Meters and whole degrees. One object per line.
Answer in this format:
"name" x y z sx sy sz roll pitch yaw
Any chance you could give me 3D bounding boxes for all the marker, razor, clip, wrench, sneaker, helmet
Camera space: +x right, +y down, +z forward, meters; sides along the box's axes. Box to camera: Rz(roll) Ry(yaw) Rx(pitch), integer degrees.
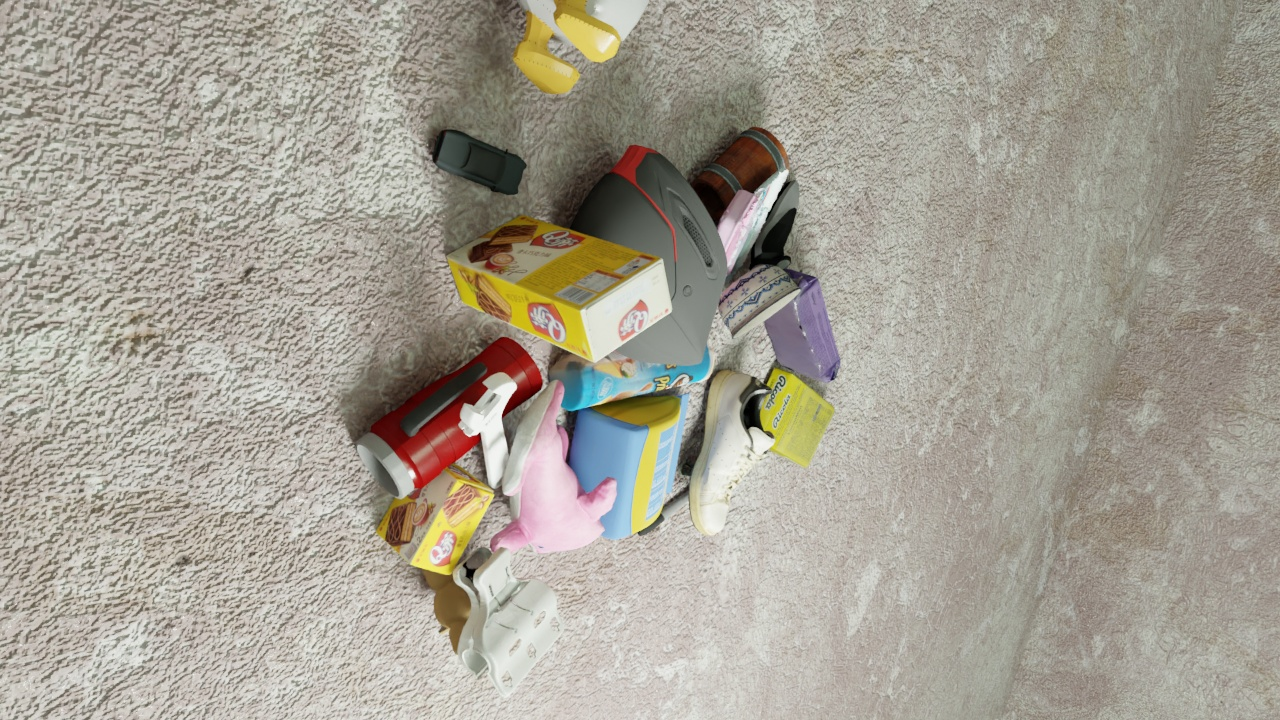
"marker" 0.046 0.222 1.366 0.138 0.016 0.022 -32 159 -32
"razor" 0.193 -0.187 1.303 0.057 0.060 0.156 47 53 -58
"clip" 0.087 0.170 1.374 0.074 0.035 0.023 26 87 -53
"wrench" -0.159 0.087 0.993 0.066 0.018 0.274 -45 165 -22
"sneaker" 0.141 0.136 1.322 0.088 0.102 0.241 20 78 -56
"clip" -0.161 0.281 1.029 0.151 0.092 0.125 60 36 -10
"helmet" 0.000 -0.098 1.066 0.169 0.164 0.265 -38 120 -12

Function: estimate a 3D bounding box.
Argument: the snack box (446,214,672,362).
"snack box" -0.086 -0.081 0.938 0.109 0.230 0.062 -35 129 -30

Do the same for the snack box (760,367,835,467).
"snack box" 0.243 0.097 1.484 0.180 0.045 0.121 31 83 -50

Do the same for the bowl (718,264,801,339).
"bowl" 0.155 -0.086 1.247 0.115 0.059 0.115 -34 172 -6

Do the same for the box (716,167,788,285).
"box" 0.116 -0.150 1.188 0.154 0.045 0.202 -53 172 -38

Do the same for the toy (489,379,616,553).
"toy" -0.094 0.153 1.082 0.266 0.128 0.186 89 18 -50

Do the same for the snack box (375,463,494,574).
"snack box" -0.227 0.169 1.018 0.061 0.084 0.105 33 84 -46

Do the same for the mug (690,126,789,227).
"mug" 0.129 -0.230 1.208 0.111 0.081 0.117 -42 151 -19

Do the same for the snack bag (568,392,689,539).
"snack bag" -0.001 0.130 1.224 0.204 0.102 0.159 -13 117 -55

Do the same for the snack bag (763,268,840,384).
"snack bag" 0.232 -0.050 1.368 0.058 0.096 0.205 -45 132 -22

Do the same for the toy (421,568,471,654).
"toy" -0.203 0.294 1.098 0.105 0.134 0.108 -25 154 -9

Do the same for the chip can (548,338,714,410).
"chip can" -0.007 0.007 1.173 0.229 0.080 0.080 -12 115 -42

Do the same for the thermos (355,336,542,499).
"thermos" -0.201 0.053 0.983 0.198 0.084 0.108 -39 166 -29

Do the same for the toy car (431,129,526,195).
"toy car" -0.165 -0.204 0.950 0.112 0.034 0.046 14 98 -47

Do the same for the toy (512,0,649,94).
"toy" -0.053 -0.402 0.908 0.246 0.141 0.267 26 63 -31
